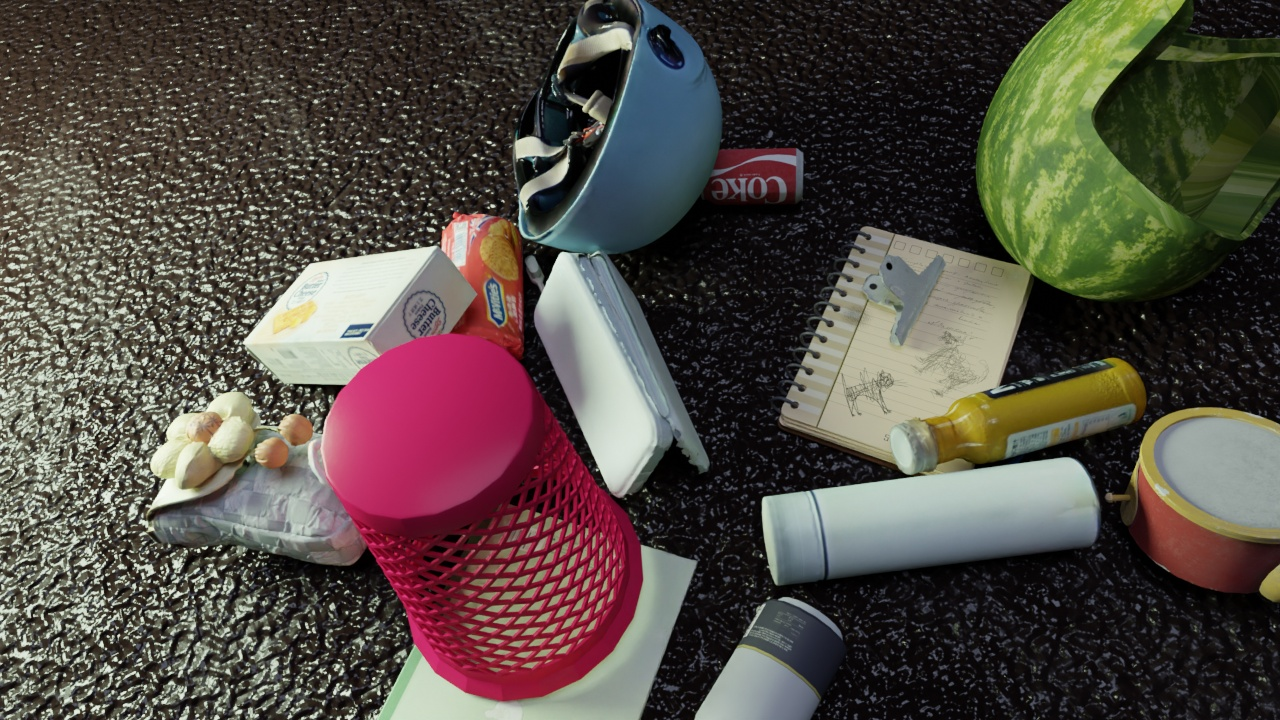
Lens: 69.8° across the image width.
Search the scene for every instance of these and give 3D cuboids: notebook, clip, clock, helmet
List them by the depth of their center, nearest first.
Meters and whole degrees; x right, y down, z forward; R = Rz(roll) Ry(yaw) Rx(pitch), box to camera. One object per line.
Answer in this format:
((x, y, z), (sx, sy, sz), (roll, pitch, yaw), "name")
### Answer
((0.416, 0.110, 0.631), (0.116, 0.081, 0.159), (-36, 48, -29), "clock")
((-0.085, 0.231, 0.663), (0.182, 0.010, 0.251), (14, 58, 17), "notebook")
((0.389, -0.171, 0.738), (0.213, 0.243, 0.247), (21, 96, -16), "helmet")
((0.224, -0.013, 0.780), (0.167, 0.024, 0.224), (19, 60, 18), "notebook")
((0.221, -0.064, 0.782), (0.054, 0.038, 0.101), (30, 62, 9), "clip")
((-0.015, -0.203, 0.834), (0.166, 0.226, 0.265), (22, 42, -21), "helmet")

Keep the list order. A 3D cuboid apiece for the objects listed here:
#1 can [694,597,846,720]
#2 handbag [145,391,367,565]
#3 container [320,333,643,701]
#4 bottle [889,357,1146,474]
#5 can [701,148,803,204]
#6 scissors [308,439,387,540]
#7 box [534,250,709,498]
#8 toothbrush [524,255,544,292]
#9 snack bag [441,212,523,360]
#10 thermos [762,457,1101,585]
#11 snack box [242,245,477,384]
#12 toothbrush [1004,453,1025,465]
((0.082, 0.225, 0.610), (0.064, 0.064, 0.127), (26, 63, 23), "can")
((-0.288, 0.090, 0.720), (0.171, 0.123, 0.112), (7, 45, 8), "handbag")
((-0.106, 0.100, 0.612), (0.183, 0.226, 0.182), (-5, 53, 7), "container")
((0.282, 0.044, 0.692), (0.186, 0.053, 0.053), (-14, 55, -7), "bottle")
((0.108, -0.178, 0.891), (0.096, 0.054, 0.053), (1, 56, 9), "can")
((-0.205, 0.087, 0.707), (0.011, 0.128, 0.125), (-23, 71, 35), "scissors")
((0.003, 0.002, 0.762), (0.109, 0.108, 0.216), (-6, 54, -31), "box")
((-0.072, -0.030, 0.837), (0.015, 0.018, 0.181), (-23, 56, -7), "toothbrush")
((-0.147, -0.059, 0.834), (0.082, 0.082, 0.176), (-7, 55, 3), "snack bag")
((0.205, 0.117, 0.667), (0.230, 0.068, 0.067), (-7, 55, 3), "thermos")
((-0.244, -0.036, 0.789), (0.208, 0.057, 0.104), (0, 49, 42), "snack box")
((0.317, 0.053, 0.728), (0.021, 0.017, 0.134), (33, 64, 22), "toothbrush")
